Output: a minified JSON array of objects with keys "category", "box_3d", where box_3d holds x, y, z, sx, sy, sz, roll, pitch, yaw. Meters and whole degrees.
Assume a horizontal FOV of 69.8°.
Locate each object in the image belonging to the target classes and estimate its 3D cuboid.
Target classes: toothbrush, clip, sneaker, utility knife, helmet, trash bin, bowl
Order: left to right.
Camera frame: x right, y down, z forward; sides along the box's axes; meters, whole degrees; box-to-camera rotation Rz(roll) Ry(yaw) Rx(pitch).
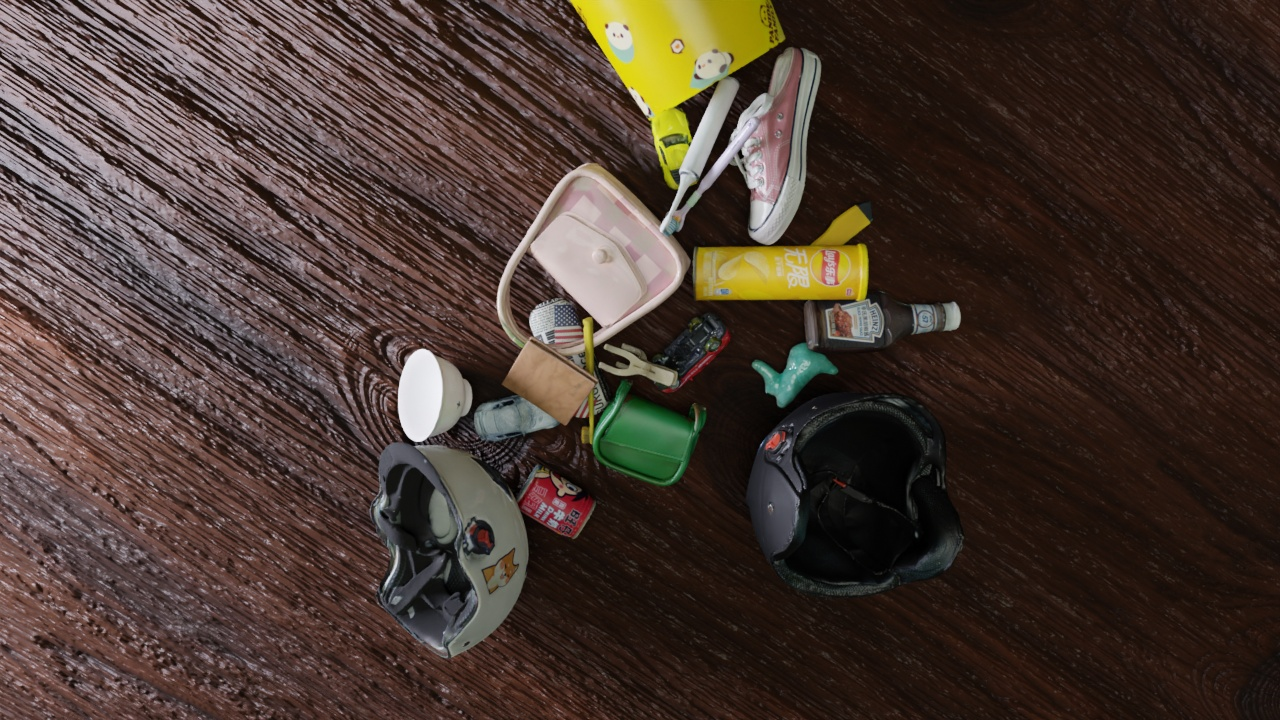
[{"category":"bowl","box_3d":[-0.258,0.046,1.186,0.064,0.118,0.118,5,103,-41]},{"category":"helmet","box_3d":[-0.228,0.228,1.168,0.156,0.230,0.274,-8,98,-42]},{"category":"toothbrush","box_3d":[-0.067,0.030,1.160,0.016,0.015,0.190,2,124,1]},{"category":"clip","box_3d":[-0.010,0.006,1.167,0.095,0.102,0.035,10,103,-38]},{"category":"trash bin","box_3d":[0.025,-0.432,1.036,0.230,0.229,0.255,-30,104,5]},{"category":"toothbrush","box_3d":[0.070,-0.249,1.118,0.026,0.027,0.220,30,75,-26]},{"category":"toothbrush","box_3d":[0.086,-0.226,1.115,0.029,0.021,0.190,51,133,9]},{"category":"sneaker","box_3d":[0.152,-0.265,1.118,0.087,0.118,0.241,9,94,-20]},{"category":"utility knife","box_3d":[0.237,-0.150,1.183,0.156,0.015,0.033,-39,91,7]},{"category":"helmet","box_3d":[0.249,0.155,1.129,0.233,0.230,0.275,14,101,-17]}]

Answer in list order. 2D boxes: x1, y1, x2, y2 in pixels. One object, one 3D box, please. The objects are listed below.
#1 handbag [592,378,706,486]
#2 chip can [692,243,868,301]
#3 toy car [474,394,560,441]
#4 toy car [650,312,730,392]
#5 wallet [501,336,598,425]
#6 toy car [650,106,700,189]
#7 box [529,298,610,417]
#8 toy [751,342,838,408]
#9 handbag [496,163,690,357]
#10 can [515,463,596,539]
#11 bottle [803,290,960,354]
[{"category":"handbag","box_3d":[0.011,0.092,1.187,0.131,0.067,0.120,23,112,-4]},{"category":"chip can","box_3d":[0.173,-0.110,1.148,0.213,0.072,0.072,1,100,7]},{"category":"toy car","box_3d":[-0.160,0.072,1.213,0.120,0.037,0.054,-14,99,-1]},{"category":"toy car","box_3d":[0.065,-0.007,1.188,0.121,0.045,0.053,-41,54,10]},{"category":"wallet","box_3d":[-0.114,0.027,1.152,0.101,0.020,0.116,33,142,-4]},{"category":"toy car","box_3d":[0.044,-0.268,1.154,0.048,0.032,0.105,-15,98,3]},{"category":"box","box_3d":[-0.091,-0.003,1.200,0.068,0.052,0.164,-22,100,-11]},{"category":"toy","box_3d":[0.197,0.017,1.205,0.096,0.030,0.092,38,96,0]},{"category":"handbag","box_3d":[-0.075,-0.107,1.145,0.193,0.093,0.234,45,93,-6]},{"category":"can","box_3d":[-0.113,0.188,1.216,0.094,0.066,0.066,32,98,-5]},{"category":"bottle","box_3d":[0.311,-0.051,1.183,0.195,0.044,0.080,-4,84,-3]}]
